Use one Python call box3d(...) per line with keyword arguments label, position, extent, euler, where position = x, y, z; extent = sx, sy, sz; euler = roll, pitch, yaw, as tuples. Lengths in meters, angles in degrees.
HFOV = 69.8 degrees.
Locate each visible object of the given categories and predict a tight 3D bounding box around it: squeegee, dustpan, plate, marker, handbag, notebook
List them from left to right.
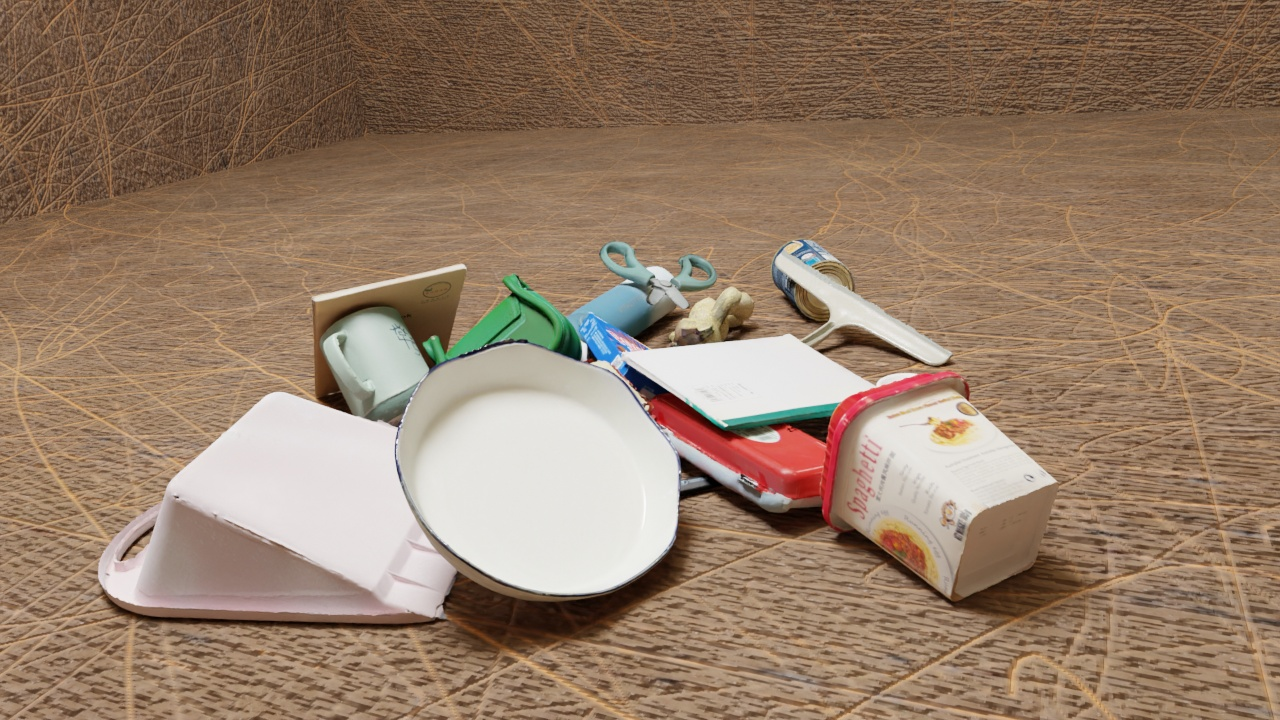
box3d(label="dustpan", position=(-0.266, 0.136, 0.726), extent=(0.273, 0.139, 0.222), euler=(24, 22, -2))
box3d(label="notebook", position=(-0.261, -0.026, 0.942), extent=(0.147, 0.008, 0.208), euler=(-16, -21, -26))
box3d(label="handbag", position=(-0.132, -0.010, 0.876), extent=(0.131, 0.068, 0.120), euler=(-43, 67, -3))
box3d(label="plate", position=(-0.071, 0.079, 0.647), extent=(0.204, 0.046, 0.204), euler=(15, 46, -16))
box3d(label="marker", position=(0.011, 0.105, 0.730), extent=(0.124, 0.015, 0.018), euler=(-10, 25, -16))
box3d(label="notebook", position=(0.108, 0.016, 0.823), extent=(0.208, 0.012, 0.150), euler=(-5, 27, -35))
box3d(label="squeegee", position=(0.147, -0.010, 0.960), extent=(0.246, 0.039, 0.246), euler=(-25, 46, -29))

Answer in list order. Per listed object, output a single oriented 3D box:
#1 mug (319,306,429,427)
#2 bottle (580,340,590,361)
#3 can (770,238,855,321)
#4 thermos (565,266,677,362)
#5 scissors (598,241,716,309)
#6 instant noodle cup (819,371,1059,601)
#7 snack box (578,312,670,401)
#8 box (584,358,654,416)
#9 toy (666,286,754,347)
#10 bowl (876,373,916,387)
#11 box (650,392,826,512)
box3d(label="mug", position=(-0.250, 0.012, 0.862), extent=(0.082, 0.106, 0.111), euler=(-33, -16, 10))
box3d(label="bottle", position=(-0.105, 0.009, 0.934), extent=(0.108, 0.063, 0.063), euler=(-5, 21, 0))
box3d(label="can", position=(0.210, -0.100, 1.122), extent=(0.075, 0.075, 0.111), euler=(-7, 22, -5))
box3d(label="thermos", position=(-0.028, -0.050, 1.064), extent=(0.070, 0.070, 0.219), euler=(6, 24, 27))
box3d(label="scissors", position=(0.038, -0.101, 1.095), extent=(0.177, 0.019, 0.174), euler=(-4, 32, -31))
box3d(label="instant noodle cup", position=(0.200, 0.085, 0.619), extent=(0.116, 0.116, 0.124), euler=(-15, 36, -23))
box3d(label="snack box", position=(-0.005, 0.005, 0.904), extent=(0.084, 0.026, 0.157), euler=(30, 10, -25))
box3d(label="box", position=(-0.078, 0.053, 0.753), extent=(0.168, 0.079, 0.091), euler=(-16, 43, -34))
box3d(label="toy", position=(0.083, -0.039, 1.029), extent=(0.105, 0.066, 0.156), euler=(-31, 2, 32))
box3d(label="bowl", position=(0.219, 0.049, 0.754), extent=(0.118, 0.065, 0.118), euler=(-5, 22, 2))
box3d(label="box", position=(0.081, 0.074, 0.754), extent=(0.087, 0.048, 0.201), euler=(-7, 20, -31))
